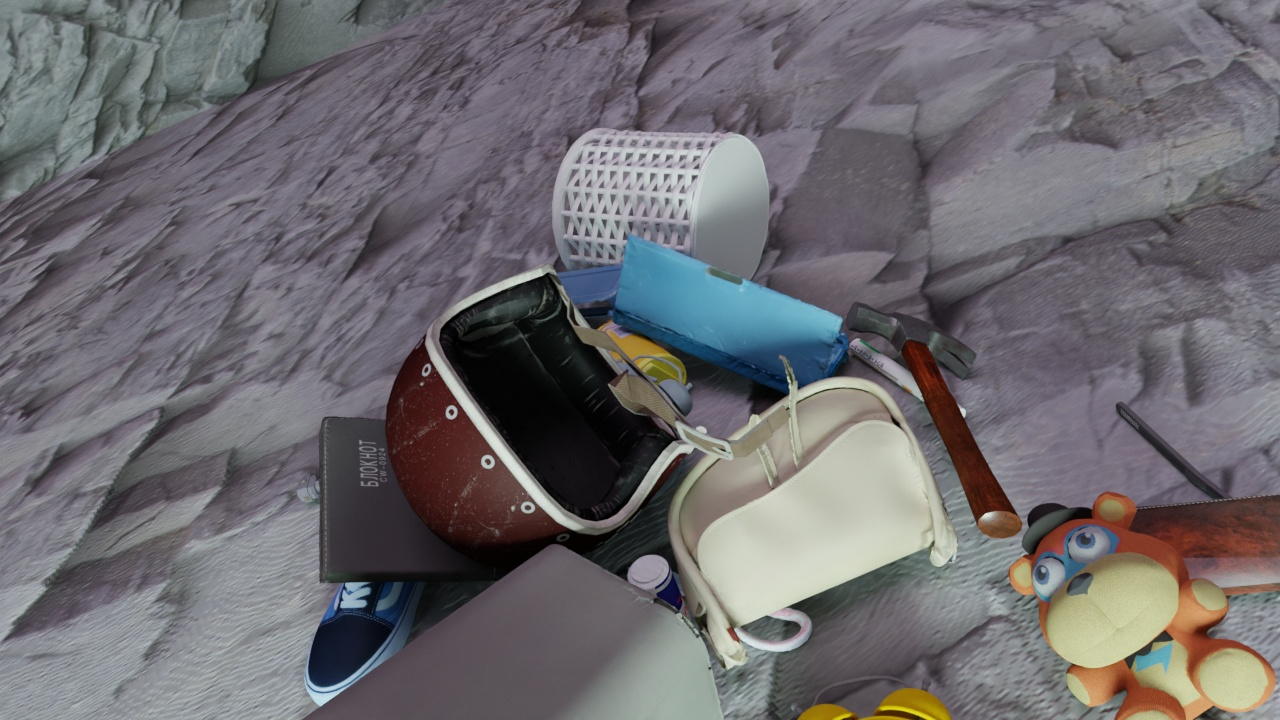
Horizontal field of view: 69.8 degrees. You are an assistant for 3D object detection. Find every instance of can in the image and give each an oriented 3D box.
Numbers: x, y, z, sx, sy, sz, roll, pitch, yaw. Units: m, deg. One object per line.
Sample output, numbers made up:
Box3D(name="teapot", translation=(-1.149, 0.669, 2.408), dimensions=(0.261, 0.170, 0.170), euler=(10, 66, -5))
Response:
Box3D(name="can", translation=(-0.006, 0.006, 0.957), dimensions=(0.067, 0.068, 0.105), euler=(-31, 38, -16))
Box3D(name="can", translation=(0.018, 0.187, 0.693), dimensions=(0.032, 0.095, 0.032), euler=(-13, 36, 10))

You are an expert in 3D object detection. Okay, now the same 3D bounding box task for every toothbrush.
Box3D(name="toothbrush", translation=(0.426, 0.083, 0.716), dimensions=(0.013, 0.013, 0.167), euler=(-20, 36, -1))

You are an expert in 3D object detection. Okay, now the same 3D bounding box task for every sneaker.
Box3D(name="sneaker", translation=(-0.240, 0.178, 0.814), dimensions=(0.083, 0.098, 0.240), euler=(-3, 40, 23))

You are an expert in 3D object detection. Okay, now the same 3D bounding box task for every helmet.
Box3D(name="helmet", translation=(-0.068, 0.048, 0.725), dimensions=(0.253, 0.234, 0.233), euler=(-37, 80, -5))

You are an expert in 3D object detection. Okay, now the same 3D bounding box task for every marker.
Box3D(name="marker", translation=(0.251, 0.017, 0.873), dimensions=(0.017, 0.017, 0.145), euler=(-29, 38, -14))

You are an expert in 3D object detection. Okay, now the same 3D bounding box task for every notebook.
Box3D(name="notebook", translation=(-0.174, 0.120, 0.808), dimensions=(0.208, 0.030, 0.169), euler=(8, 45, -27))

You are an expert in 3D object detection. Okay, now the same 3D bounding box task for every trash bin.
Box3D(name="trash bin", translation=(-0.075, 0.256, 0.580), dimensions=(0.198, 0.197, 0.219), euler=(18, 45, 40))

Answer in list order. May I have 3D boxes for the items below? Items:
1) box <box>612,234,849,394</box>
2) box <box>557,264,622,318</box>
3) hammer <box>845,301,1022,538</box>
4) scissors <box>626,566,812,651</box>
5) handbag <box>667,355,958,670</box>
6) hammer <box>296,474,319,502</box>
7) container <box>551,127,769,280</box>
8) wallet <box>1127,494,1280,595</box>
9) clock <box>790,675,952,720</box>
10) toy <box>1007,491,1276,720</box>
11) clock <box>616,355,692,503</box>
Box3D(name="box", translation=(0.092, -0.057, 0.906), dimensions=(0.232, 0.110, 0.094), euler=(24, 47, 20))
Box3D(name="box", translation=(-0.083, -0.059, 1.065), dimensions=(0.210, 0.064, 0.069), euler=(-3, 43, 41))
Box3D(name="hammer", translation=(0.253, 0.040, 0.766), dimensions=(0.111, 0.028, 0.300), euler=(15, 29, -7))
Box3D(name="scissors", translation=(0.057, 0.195, 0.735), dimensions=(0.179, 0.016, 0.108), euler=(-7, 39, 14))
Box3D(name="handbag", translation=(0.123, 0.106, 0.713), dimensions=(0.229, 0.132, 0.184), euler=(-24, 42, -7))
Box3D(name="hammer", translation=(-0.212, 0.096, 0.967), dimensions=(0.317, 0.028, 0.146), euler=(-15, 38, 5))
Box3D(name="container", translation=(0.027, -0.171, 1.067), dimensions=(0.187, 0.189, 0.188), euler=(10, 46, 31))
Box3D(name="wallet", translation=(0.396, 0.133, 0.647), dimensions=(0.123, 0.019, 0.072), euler=(-10, 46, 19))
Box3D(name="clock", translation=(0.153, 0.268, 0.571), dimensions=(0.113, 0.052, 0.151), euler=(-14, 41, 7))
Box3D(name="toy", translation=(0.314, 0.165, 0.597), dimensions=(0.112, 0.096, 0.175), euler=(-50, 27, 21))
Box3D(name="clock", translation=(-0.014, 0.066, 0.859), dimensions=(0.123, 0.045, 0.159), euler=(19, 71, 23))
